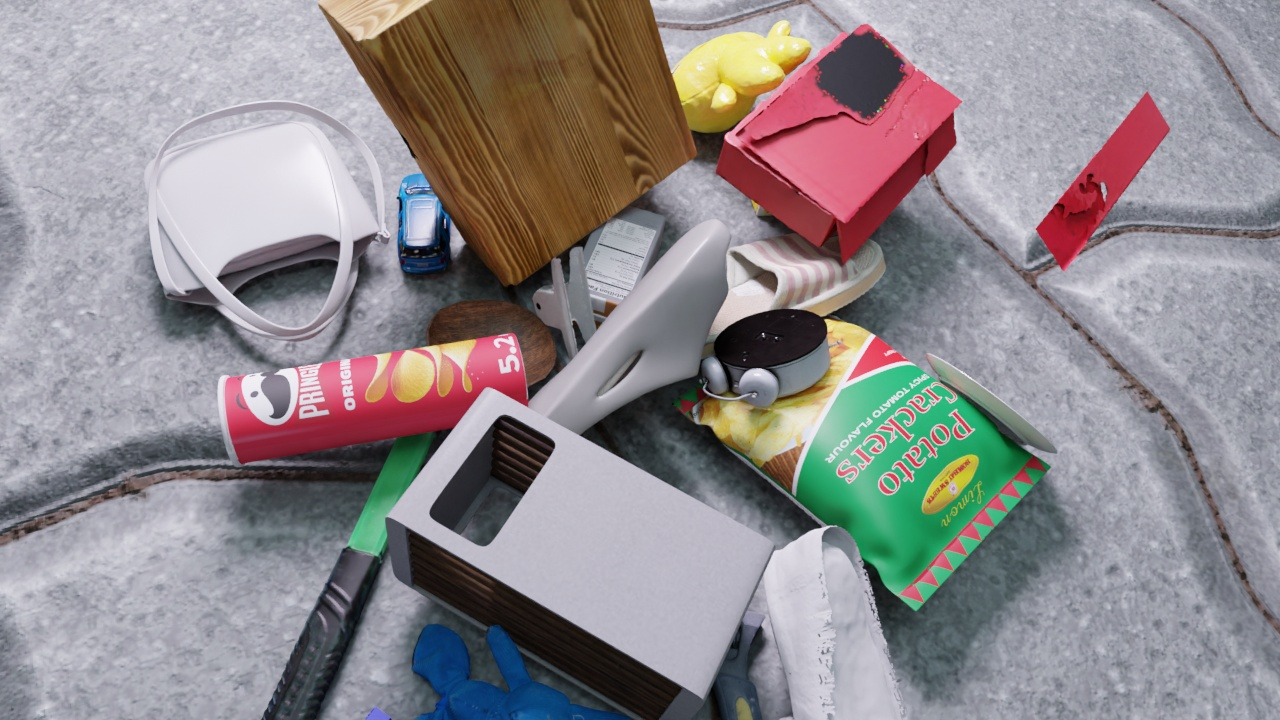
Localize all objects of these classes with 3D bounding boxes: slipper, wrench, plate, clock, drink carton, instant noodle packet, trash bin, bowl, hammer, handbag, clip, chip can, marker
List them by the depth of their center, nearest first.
[{"bbox_3d":[-0.209,0.288,0.592,0.023,0.027,0.132,29,56,16],"label":"marker"},{"bbox_3d":[-0.044,0.140,0.636,0.229,0.115,0.114,28,56,8],"label":"trash bin"},{"bbox_3d":[0.134,0.243,0.638,0.112,0.075,0.246,7,62,-32],"label":"slipper"},{"bbox_3d":[0.074,0.266,0.652,0.073,0.022,0.273,-5,55,-12],"label":"wrench"},{"bbox_3d":[-0.208,0.145,0.692,0.130,0.032,0.317,16,55,2],"label":"hammer"},{"bbox_3d":[-0.201,0.028,0.710,0.220,0.069,0.069,-9,57,-13],"label":"chip can"},{"bbox_3d":[-0.004,0.004,0.758,0.080,0.113,0.265,43,83,-11],"label":"slipper"},{"bbox_3d":[0.103,0.000,0.760,0.122,0.035,0.095,-35,33,-30],"label":"clock"},{"bbox_3d":[0.184,0.062,0.768,0.195,0.090,0.253,-34,59,-30],"label":"instant noodle packet"},{"bbox_3d":[0.299,0.041,0.794,0.134,0.134,0.011,41,96,19],"label":"plate"},{"bbox_3d":[-0.133,-0.007,0.807,0.114,0.026,0.102,-4,54,-26],"label":"bowl"},{"bbox_3d":[-0.067,-0.047,0.808,0.052,0.102,0.058,-12,22,-8],"label":"clip"},{"bbox_3d":[-0.323,-0.117,0.824,0.215,0.096,0.222,-22,66,-19],"label":"handbag"},{"bbox_3d":[0.112,-0.071,0.858,0.262,0.052,0.115,-25,33,-20],"label":"slipper"},{"bbox_3d":[-0.025,-0.087,0.870,0.076,0.049,0.124,17,54,4],"label":"drink carton"}]

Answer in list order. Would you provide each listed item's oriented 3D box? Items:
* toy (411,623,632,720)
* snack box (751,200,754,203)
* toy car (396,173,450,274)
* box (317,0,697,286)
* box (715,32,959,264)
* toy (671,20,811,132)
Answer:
[{"bbox_3d":[-0.091,0.244,0.613,0.176,0.071,0.112,12,60,13],"label":"toy"},{"bbox_3d":[0.172,-0.203,0.959,0.105,0.084,0.061,-4,55,-11],"label":"snack box"},{"bbox_3d":[-0.206,-0.136,0.881,0.056,0.044,0.120,-3,53,-7],"label":"toy car"},{"bbox_3d":[-0.131,-0.316,0.859,0.286,0.279,0.334,-35,50,-8],"label":"box"},{"bbox_3d":[0.190,-0.193,0.916,0.165,0.153,0.213,40,65,10],"label":"box"},{"bbox_3d":[0.097,-0.299,0.972,0.133,0.208,0.092,-44,108,-16],"label":"toy"}]
